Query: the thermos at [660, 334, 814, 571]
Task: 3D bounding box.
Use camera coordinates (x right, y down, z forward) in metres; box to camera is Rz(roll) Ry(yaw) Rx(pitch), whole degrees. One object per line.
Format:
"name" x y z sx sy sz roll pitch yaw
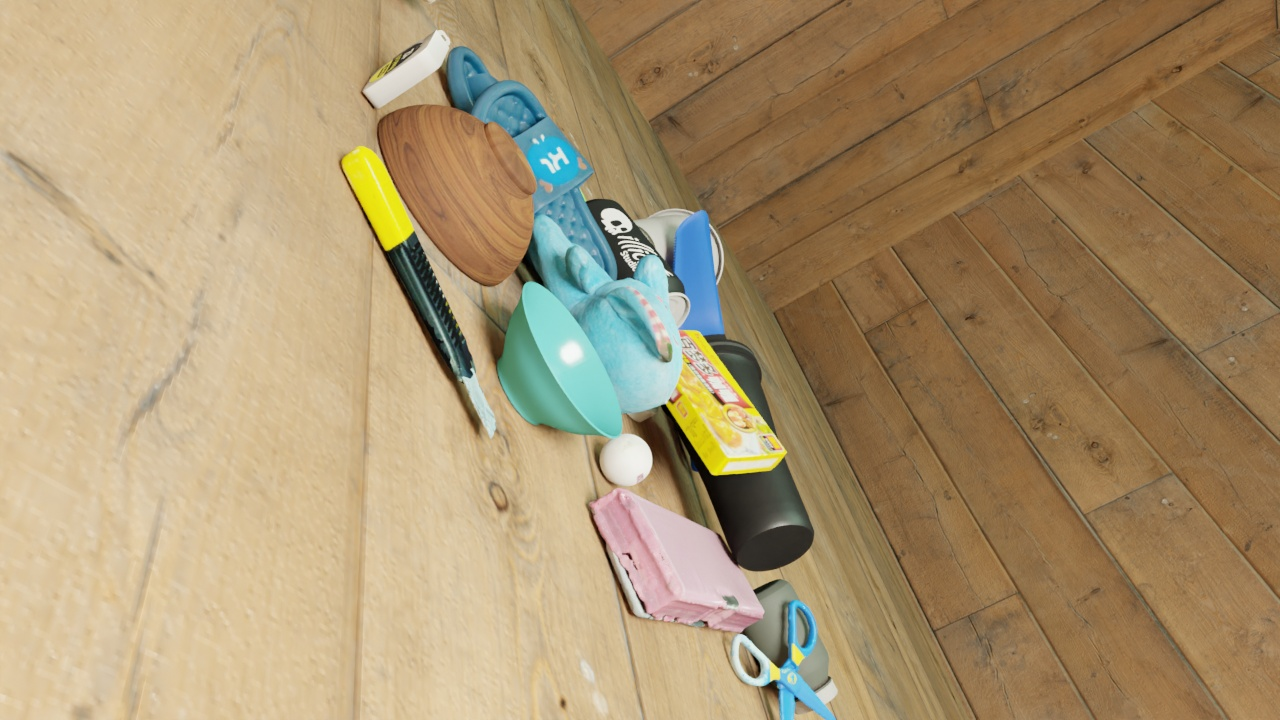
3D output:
"thermos" 0.089 0.084 0.853 0.106 0.106 0.218 48 17 -45

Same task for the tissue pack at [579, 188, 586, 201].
"tissue pack" -0.087 -0.175 1.004 0.099 0.034 0.113 62 14 0

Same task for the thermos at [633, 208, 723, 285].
"thermos" 0.016 -0.123 1.119 0.131 0.132 0.221 61 20 5

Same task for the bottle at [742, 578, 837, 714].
"bottle" 0.131 0.255 0.820 0.108 0.060 0.060 62 12 9

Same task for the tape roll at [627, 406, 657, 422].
"tape roll" -0.015 0.015 0.886 0.094 0.019 0.094 56 12 -19

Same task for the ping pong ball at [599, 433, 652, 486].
"ping pong ball" -0.011 0.076 0.704 0.040 0.040 0.040 56 13 -20

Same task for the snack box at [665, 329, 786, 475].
"snack box" 0.056 0.033 0.795 0.075 0.025 0.152 1 44 -42

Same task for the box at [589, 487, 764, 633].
"box" 0.033 0.161 0.710 0.098 0.041 0.232 58 9 26

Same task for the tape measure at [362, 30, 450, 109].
"tape measure" -0.171 -0.213 0.670 0.017 0.065 0.064 53 16 -29

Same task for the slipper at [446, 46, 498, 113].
"slipper" -0.120 -0.208 0.886 0.213 0.059 0.103 64 11 7

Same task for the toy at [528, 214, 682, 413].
"toy" -0.025 -0.042 0.746 0.180 0.114 0.184 58 -17 10

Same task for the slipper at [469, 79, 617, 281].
"slipper" -0.082 -0.144 0.810 0.103 0.059 0.214 -37 108 -37

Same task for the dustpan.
"dustpan" 0.072 0.009 1.038 0.246 0.059 0.257 77 6 -51

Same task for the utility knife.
"utility knife" -0.129 -0.041 0.547 0.197 0.020 0.028 61 13 11

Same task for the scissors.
"scissors" 0.119 0.263 0.763 0.125 0.016 0.125 12 70 -26

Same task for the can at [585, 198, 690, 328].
"can" -0.019 -0.089 0.910 0.146 0.080 0.080 54 8 29

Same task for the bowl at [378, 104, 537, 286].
"bowl" -0.120 -0.136 0.685 0.147 0.069 0.147 56 13 -20

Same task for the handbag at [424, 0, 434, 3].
"handbag" -0.258 -0.438 0.811 0.198 0.101 0.194 49 11 5

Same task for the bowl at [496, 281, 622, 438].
"bowl" -0.064 0.010 0.628 0.121 0.046 0.121 56 13 -20
